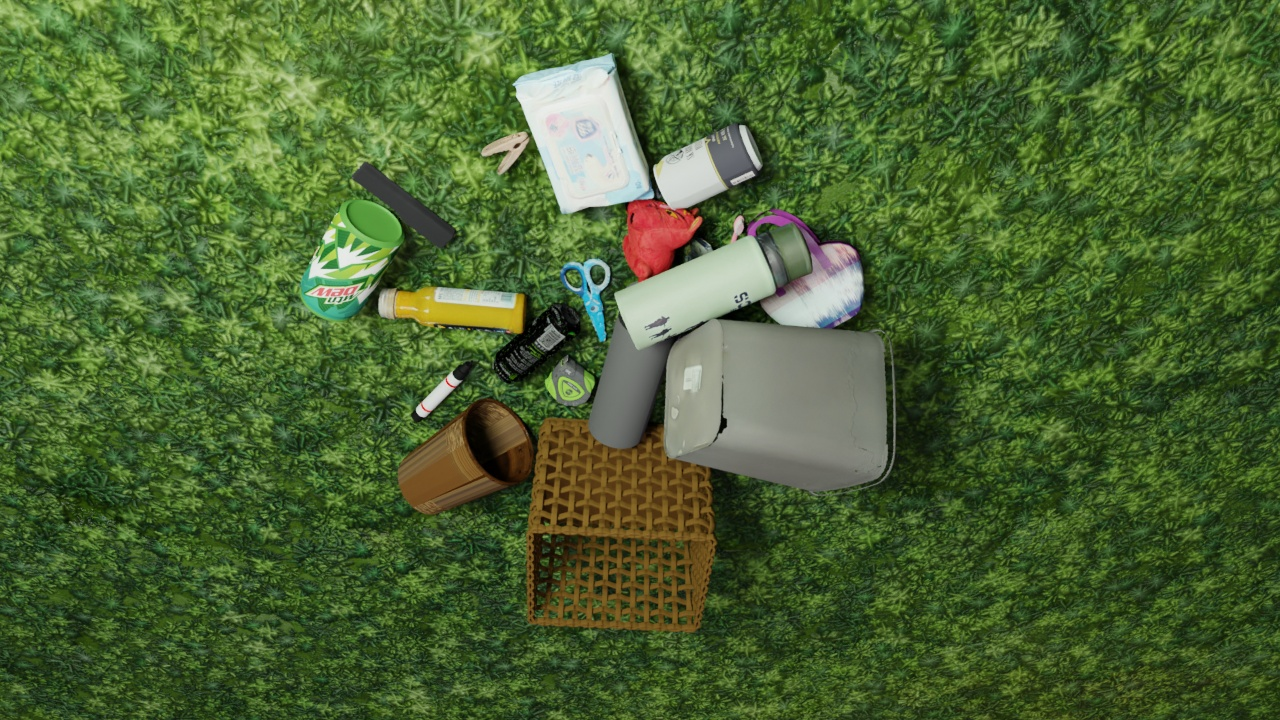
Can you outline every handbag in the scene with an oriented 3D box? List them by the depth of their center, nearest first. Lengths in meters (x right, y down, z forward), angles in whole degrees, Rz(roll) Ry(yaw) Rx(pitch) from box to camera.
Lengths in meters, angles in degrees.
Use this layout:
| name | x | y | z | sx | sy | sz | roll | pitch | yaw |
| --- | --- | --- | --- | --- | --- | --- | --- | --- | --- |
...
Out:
| name | x | y | z | sx | sy | sz | roll | pitch | yaw |
| --- | --- | --- | --- | --- | --- | --- | --- | --- | --- |
| handbag | 0.196 | -0.117 | 1.152 | 0.145 | 0.067 | 0.170 | -31 | 117 | 24 |

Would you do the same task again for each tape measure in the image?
| name | x | y | z | sx | sy | sz | roll | pitch | yaw |
| --- | --- | --- | --- | --- | --- | --- | --- | --- | --- |
| tape measure | -0.099 | 0.031 | 1.293 | 0.059 | 0.035 | 0.065 | -41 | 116 | 19 |

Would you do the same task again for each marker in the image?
| name | x | y | z | sx | sy | sz | roll | pitch | yaw |
| --- | --- | --- | --- | --- | --- | --- | --- | --- | --- |
| marker | -0.281 | 0.041 | 1.313 | 0.019 | 0.019 | 0.146 | 34 | 123 | -25 |

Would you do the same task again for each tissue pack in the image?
| name | x | y | z | sx | sy | sz | roll | pitch | yaw |
| --- | --- | --- | --- | --- | --- | --- | --- | --- | --- |
| tissue pack | -0.059 | -0.247 | 1.034 | 0.112 | 0.069 | 0.182 | -12 | 130 | 10 |

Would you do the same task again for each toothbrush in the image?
| name | x | y | z | sx | sy | sz | roll | pitch | yaw |
| --- | --- | --- | --- | --- | --- | --- | --- | --- | --- |
| toothbrush | 0.111 | -0.124 | 1.170 | 0.021 | 0.016 | 0.135 | 9 | 129 | -7 |

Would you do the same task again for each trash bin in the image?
| name | x | y | z | sx | sy | sz | roll | pitch | yaw |
| --- | --- | --- | --- | --- | --- | --- | --- | --- | --- |
| trash bin | 0.160 | 0.052 | 1.119 | 0.220 | 0.197 | 0.198 | 10 | 162 | -21 |

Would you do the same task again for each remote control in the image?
| name | x | y | z | sx | sy | sz | roll | pitch | yaw |
| --- | --- | --- | --- | --- | --- | --- | --- | --- | --- |
| remote control | -0.289 | -0.188 | 1.121 | 0.032 | 0.015 | 0.136 | -37 | 121 | 27 |

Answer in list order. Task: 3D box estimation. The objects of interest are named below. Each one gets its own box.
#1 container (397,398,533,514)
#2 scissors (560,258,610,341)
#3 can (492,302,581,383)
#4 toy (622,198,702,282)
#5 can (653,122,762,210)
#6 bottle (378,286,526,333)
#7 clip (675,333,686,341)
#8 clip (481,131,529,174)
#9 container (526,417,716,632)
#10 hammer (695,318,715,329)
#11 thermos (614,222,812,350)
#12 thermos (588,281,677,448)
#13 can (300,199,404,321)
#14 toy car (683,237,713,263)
| name | x | y | z | sx | sy | sz | roll | pitch | yaw |
| --- | --- | --- | --- | --- | --- | --- | --- | --- | --- |
| container | -0.262 | 0.149 | 1.341 | 0.168 | 0.132 | 0.132 | -30 | 124 | 30 |
| scissors | -0.063 | -0.078 | 1.216 | 0.066 | 0.015 | 0.135 | -8 | 132 | 7 |
| can | -0.140 | -0.022 | 1.234 | 0.054 | 0.053 | 0.138 | 37 | 122 | -27 |
| toy | 0.029 | -0.135 | 1.125 | 0.094 | 0.088 | 0.133 | -4 | 133 | -11 |
| can | 0.072 | -0.220 | 1.058 | 0.127 | 0.064 | 0.064 | -22 | 127 | 18 |
| bottle | -0.244 | -0.068 | 1.198 | 0.186 | 0.053 | 0.053 | 4 | 130 | -3 |
| clip | 0.045 | -0.017 | 1.265 | 0.041 | 0.014 | 0.052 | -3 | 133 | 6 |
| clip | -0.152 | -0.241 | 1.070 | 0.060 | 0.024 | 0.039 | -18 | 128 | 10 |
| container | -0.031 | 0.240 | 1.351 | 0.251 | 0.213 | 0.220 | 3 | 130 | -2 |
| hammer | 0.120 | 0.017 | 1.248 | 0.111 | 0.028 | 0.301 | -20 | 138 | 10 |
| thermos | 0.088 | -0.093 | 1.089 | 0.231 | 0.082 | 0.082 | -23 | 127 | 5 |
| thermos | -0.007 | 0.007 | 1.239 | 0.082 | 0.082 | 0.241 | 10 | 130 | -8 |
| can | -0.358 | -0.122 | 1.134 | 0.083 | 0.082 | 0.144 | 28 | 125 | -21 |
| toy car | 0.078 | -0.108 | 1.166 | 0.033 | 0.048 | 0.106 | -21 | 137 | -25 |
